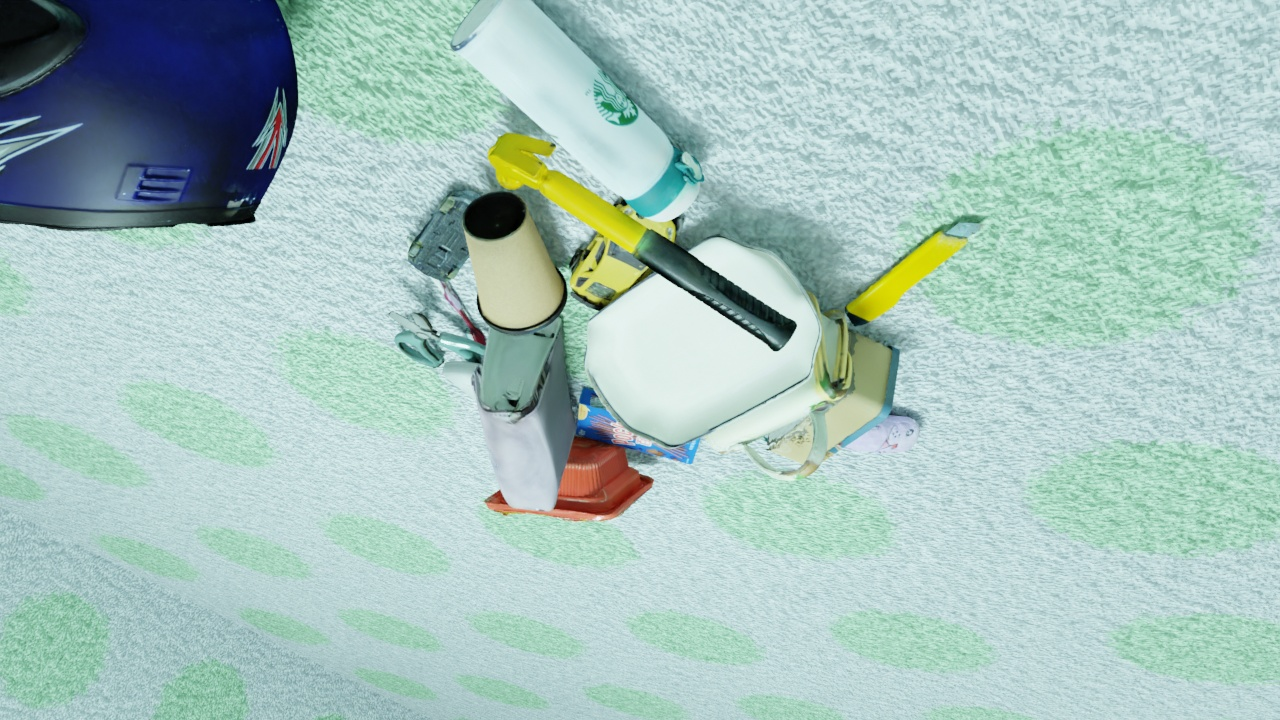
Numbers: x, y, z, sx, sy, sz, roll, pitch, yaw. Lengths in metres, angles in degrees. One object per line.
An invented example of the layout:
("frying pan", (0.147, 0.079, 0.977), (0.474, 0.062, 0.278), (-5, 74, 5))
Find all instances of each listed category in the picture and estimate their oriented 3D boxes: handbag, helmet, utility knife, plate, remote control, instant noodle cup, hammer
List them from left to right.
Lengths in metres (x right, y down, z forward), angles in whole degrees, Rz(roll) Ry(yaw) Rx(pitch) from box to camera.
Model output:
("helmet", (-0.418, -0.226, 0.674), (0.315, 0.247, 0.240), (5, 103, 4))
("remote control", (-0.192, 0.034, 1.141), (0.056, 0.019, 0.135), (3, 158, 20))
("handbag", (-0.134, 0.062, 1.054), (0.098, 0.144, 0.197), (0, 140, 3))
("instant noodle cup", (-0.092, 0.150, 1.192), (0.189, 0.164, 0.079), (0, 100, 20))
("hammer", (0.001, -0.100, 0.781), (0.300, 0.033, 0.129), (33, 176, -5))
("plate", (0.056, -0.016, 0.882), (0.267, 0.034, 0.162), (-33, 93, 39))
("handbag", (0.133, 0.040, 0.890), (0.063, 0.178, 0.164), (22, 143, -34))
("utility knife", (0.241, -0.078, 0.825), (0.033, 0.015, 0.174), (21, 146, -18))

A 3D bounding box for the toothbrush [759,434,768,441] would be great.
("toothbrush", (0.121, 0.085, 1.112), (0.191, 0.018, 0.016), (18, 147, -3))

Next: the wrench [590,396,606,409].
("wrench", (0.077, 0.061, 1.071), (0.273, 0.016, 0.056), (5, 173, 4))

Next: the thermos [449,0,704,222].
("thermos", (-0.040, -0.196, 0.724), (0.073, 0.073, 0.224), (-20, 133, 42))

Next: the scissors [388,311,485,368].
("scissors", (-0.252, -0.021, 1.082), (0.170, 0.019, 0.177), (-1, 157, 36))

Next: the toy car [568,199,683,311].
("toy car", (-0.019, -0.100, 0.879), (0.071, 0.041, 0.156), (24, 144, -15))

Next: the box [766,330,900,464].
("box", (0.198, 0.041, 0.949), (0.062, 0.089, 0.185), (24, 151, -10))

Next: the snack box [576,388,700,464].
("snack box", (-0.002, 0.084, 1.153), (0.157, 0.026, 0.085), (14, 147, 3))

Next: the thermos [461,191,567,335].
("thermos", (-0.124, -0.092, 0.883), (0.093, 0.092, 0.143), (8, 148, 12))

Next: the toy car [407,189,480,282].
("toy car", (-0.189, -0.126, 0.917), (0.054, 0.036, 0.121), (30, 134, -20))

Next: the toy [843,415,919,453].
("toy", (0.260, 0.078, 1.016), (0.108, 0.038, 0.084), (11, 139, -17))

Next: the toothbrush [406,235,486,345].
("toothbrush", (-0.216, -0.073, 1.024), (0.017, 0.016, 0.188), (10, 148, 27))
